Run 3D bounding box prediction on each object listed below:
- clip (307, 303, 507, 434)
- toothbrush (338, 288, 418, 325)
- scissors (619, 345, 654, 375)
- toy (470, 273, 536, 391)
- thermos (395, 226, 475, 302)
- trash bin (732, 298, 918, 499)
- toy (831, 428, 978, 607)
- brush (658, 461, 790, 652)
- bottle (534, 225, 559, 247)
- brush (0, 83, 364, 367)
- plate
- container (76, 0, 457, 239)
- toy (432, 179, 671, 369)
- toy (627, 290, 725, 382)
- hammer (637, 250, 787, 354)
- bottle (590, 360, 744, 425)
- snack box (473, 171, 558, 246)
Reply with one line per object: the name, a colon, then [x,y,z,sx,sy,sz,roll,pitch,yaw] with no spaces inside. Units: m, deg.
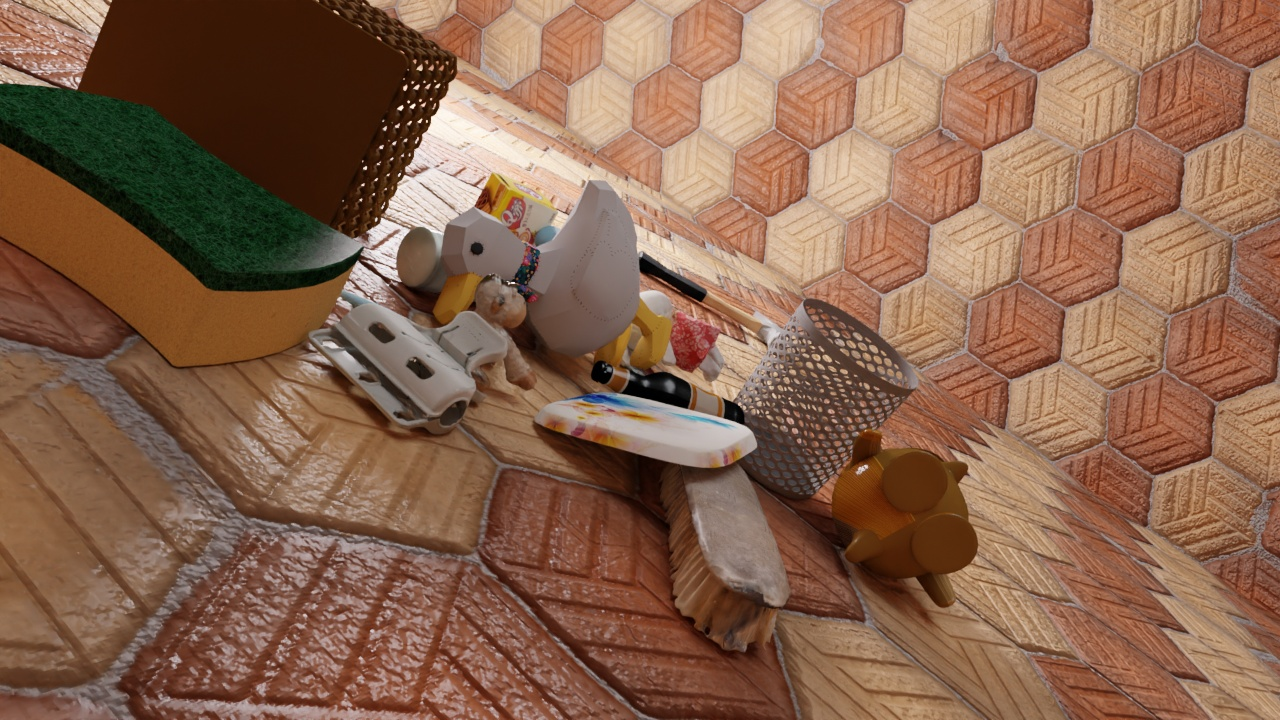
clip: [-0.177,0.003,0.741,0.125,0.074,0.143,42,28,22]
toothbrush: [-0.256,-0.055,0.835,0.155,0.016,0.022,30,-22,-9]
scissors: [-0.001,0.009,1.145,0.146,0.015,0.188,15,24,-48]
toy: [-0.136,-0.031,0.843,0.074,0.106,0.085,-2,24,-29]
thermos: [-0.167,-0.094,1.040,0.068,0.068,0.229,43,18,34]
trash bin: [0.197,0.048,1.057,0.156,0.184,0.156,28,25,-14]
toy: [0.285,0.156,1.008,0.198,0.162,0.203,64,5,1]
brush: [0.066,0.142,0.776,0.083,0.057,0.271,24,15,-11]
bottle: [-0.093,-0.127,1.170,0.040,0.040,0.130,18,22,-42]
brush: [-0.354,-0.104,0.679,0.250,0.075,0.194,33,15,2]
plate: [0.010,0.059,0.866,0.187,0.016,0.186,13,8,21]
container: [-0.358,-0.269,0.911,0.251,0.220,0.214,30,15,-8]
toy: [-0.086,-0.091,0.986,0.267,0.246,0.141,40,-24,-30]
toy: [0.020,-0.040,1.148,0.194,0.084,0.158,27,40,-2]
hammer: [0.134,-0.116,1.763,0.328,0.039,0.131,29,14,-12]
bottle: [0.027,0.044,1.003,0.181,0.059,0.059,25,17,-26]
snack box: [-0.175,-0.180,1.213,0.083,0.106,0.061,19,20,-41]
